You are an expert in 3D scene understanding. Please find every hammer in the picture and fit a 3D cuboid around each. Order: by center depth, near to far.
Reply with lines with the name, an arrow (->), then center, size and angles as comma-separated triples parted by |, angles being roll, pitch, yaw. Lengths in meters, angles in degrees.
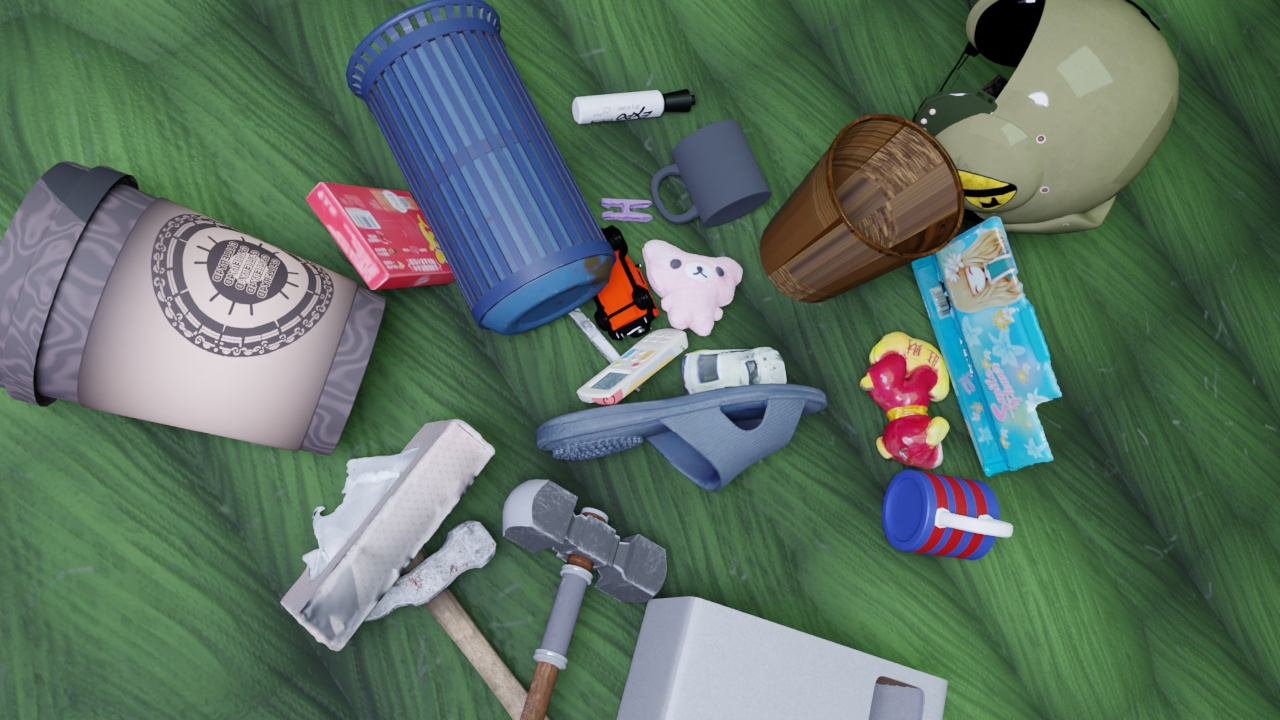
hammer -> -0.077, 0.254, 0.666 | 0.156, 0.043, 0.321 | 35, 52, -25
hammer -> -0.090, 0.276, 0.715 | 0.121, 0.049, 0.319 | -37, 91, -21

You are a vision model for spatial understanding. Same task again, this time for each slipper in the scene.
slipper -> 0.045, 0.073, 0.786 | 0.263, 0.101, 0.082 | -6, 76, -16

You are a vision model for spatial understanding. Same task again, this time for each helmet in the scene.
helmet -> 0.370, -0.232, 0.881 | 0.233, 0.256, 0.249 | 27, 68, -7

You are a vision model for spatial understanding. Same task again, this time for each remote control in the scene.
remote control -> -0.005, 0.005, 0.802 | 0.125, 0.038, 0.018 | -39, 122, -42

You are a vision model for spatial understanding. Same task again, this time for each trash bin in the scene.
trash bin -> 0.111, 0.282, 0.738 | 0.228, 0.115, 0.114 | 21, 69, -12
trash bin -> -0.127, -0.153, 0.766 | 0.139, 0.139, 0.249 | -25, 83, -23

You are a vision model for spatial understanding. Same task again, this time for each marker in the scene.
marker -> -0.004, -0.250, 0.899 | 0.125, 0.025, 0.025 | -11, 79, -21

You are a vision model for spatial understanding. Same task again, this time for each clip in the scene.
clip -> -0.014, -0.140, 0.872 | 0.053, 0.013, 0.037 | 15, 70, -11

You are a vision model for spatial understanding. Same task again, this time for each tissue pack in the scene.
tissue pack -> -0.199, 0.120, 0.693 | 0.071, 0.104, 0.181 | 42, 68, -20

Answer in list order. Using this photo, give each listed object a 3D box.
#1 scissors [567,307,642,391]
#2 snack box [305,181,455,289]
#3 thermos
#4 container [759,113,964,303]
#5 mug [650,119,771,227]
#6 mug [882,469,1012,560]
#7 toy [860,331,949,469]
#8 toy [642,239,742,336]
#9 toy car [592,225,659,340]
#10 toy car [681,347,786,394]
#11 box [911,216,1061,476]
scissors -> -0.050, -0.044, 0.831 | 0.171, 0.014, 0.090 | 29, 70, -6
snack box -> -0.202, -0.100, 0.742 | 0.021, 0.132, 0.089 | -37, 87, 15
thermos -> -0.315, -0.025, 0.661 | 0.226, 0.173, 0.172 | 20, 69, -19
container -> 0.191, -0.127, 0.851 | 0.132, 0.168, 0.132 | 5, 73, -17
mug -> 0.062, -0.172, 0.882 | 0.105, 0.071, 0.077 | -24, 83, 4
mug -> 0.283, 0.144, 0.837 | 0.076, 0.112, 0.075 | 11, 87, -16
toy -> 0.256, 0.034, 0.888 | 0.105, 0.067, 0.137 | 12, 65, -19
toy -> 0.047, -0.065, 0.845 | 0.099, 0.053, 0.095 | 13, 53, -13
toy car -> -0.021, -0.068, 0.827 | 0.048, 0.051, 0.100 | -6, 70, -64
toy car -> 0.090, 0.011, 0.853 | 0.105, 0.033, 0.048 | -2, 74, -20
box -> 0.331, -0.006, 0.883 | 0.083, 0.172, 0.227 | -17, 80, 8
